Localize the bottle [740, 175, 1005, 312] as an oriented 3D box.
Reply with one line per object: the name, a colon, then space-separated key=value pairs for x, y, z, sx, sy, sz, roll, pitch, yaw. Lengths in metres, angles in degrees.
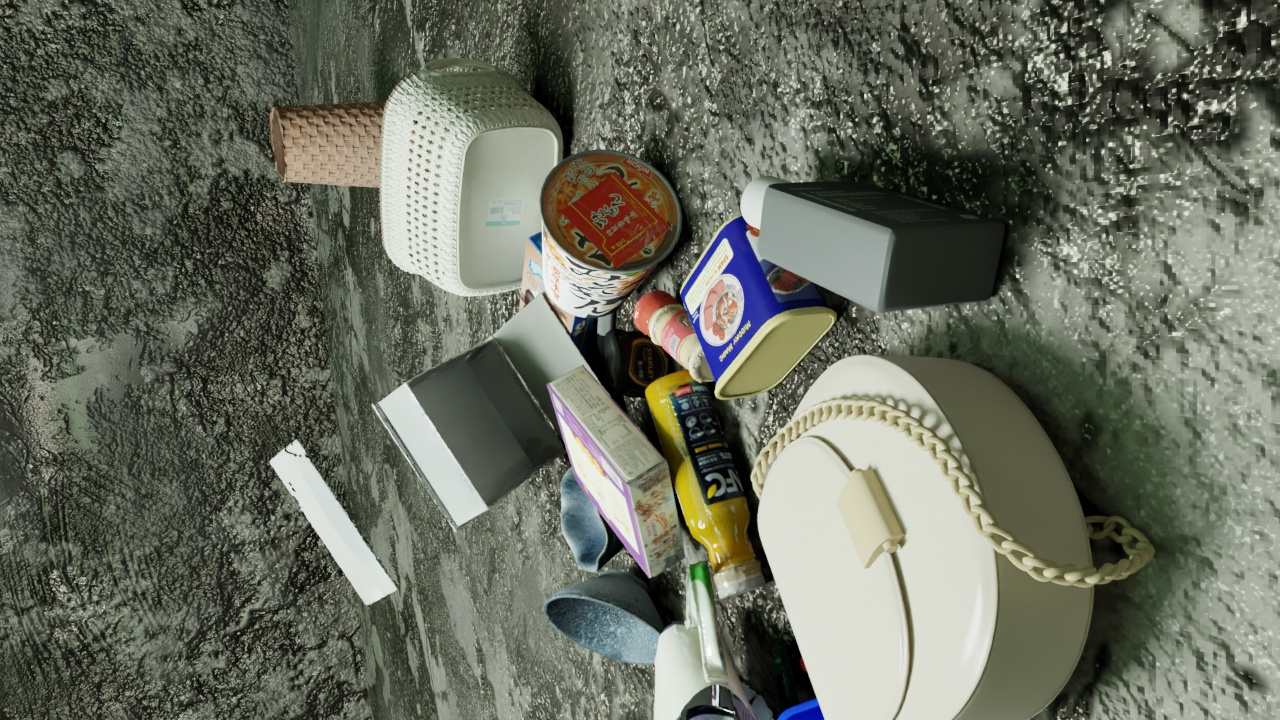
bottle: x=0.122 y=-0.079 z=0.555 sx=0.174 sy=0.083 sz=0.046 roll=37 pitch=129 yaw=55

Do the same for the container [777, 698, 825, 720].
container: x=0.146 y=0.272 z=0.590 sx=0.058 sy=0.096 sz=0.114 roll=45 pitch=-157 yaw=-64

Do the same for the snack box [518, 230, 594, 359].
snack box: x=-0.087 y=-0.060 z=0.964 sx=0.087 sy=0.034 sz=0.152 roll=49 pitch=152 yaw=18

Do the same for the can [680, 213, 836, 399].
can: x=0.081 y=-0.040 z=0.672 sx=0.117 sy=0.056 sz=0.092 roll=-57 pitch=47 yaw=52

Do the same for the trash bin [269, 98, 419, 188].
trash bin: x=-0.485 y=-0.352 z=1.506 sx=0.151 sy=0.209 sz=0.151 roll=27 pitch=122 yaw=57

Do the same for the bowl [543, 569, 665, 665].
bowl: x=-0.025 y=0.250 z=0.931 sx=0.137 sy=0.137 sz=0.057 roll=-54 pitch=9 yaw=53

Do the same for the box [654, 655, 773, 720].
box: x=0.066 y=0.374 z=0.832 sx=0.153 sy=0.038 sz=0.201 roll=14 pitch=109 yaw=60

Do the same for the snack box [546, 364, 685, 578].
snack box: x=-0.022 y=0.100 z=0.826 sx=0.143 sy=0.040 sz=0.148 roll=47 pitch=158 yaw=40

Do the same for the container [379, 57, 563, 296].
container: x=-0.181 y=-0.191 z=1.013 sx=0.143 sy=0.184 sz=0.247 roll=39 pitch=132 yaw=40

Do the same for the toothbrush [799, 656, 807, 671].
toothbrush: x=0.169 y=0.204 z=0.618 sx=0.213 sy=0.017 sz=0.012 roll=142 pitch=117 yaw=-63

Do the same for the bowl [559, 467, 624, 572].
bowl: x=-0.041 y=0.162 z=0.960 sx=0.110 sy=0.055 sz=0.110 roll=27 pitch=120 yaw=58

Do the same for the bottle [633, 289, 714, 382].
bottle: x=0.035 y=-0.021 z=0.779 sx=0.109 sy=0.044 sz=0.044 roll=44 pitch=134 yaw=50

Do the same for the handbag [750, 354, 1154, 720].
handbag: x=0.157 y=0.106 z=0.530 sx=0.209 sy=0.103 sz=0.210 roll=112 pitch=151 yaw=-42

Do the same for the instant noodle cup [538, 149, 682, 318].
instant noodle cup: x=-0.038 y=-0.103 z=0.830 sx=0.122 sy=0.123 sz=0.123 roll=118 pitch=137 yaw=-62

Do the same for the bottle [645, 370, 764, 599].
bottle: x=0.055 y=0.102 z=0.762 sx=0.053 sy=0.053 sz=0.186 roll=-47 pitch=56 yaw=56

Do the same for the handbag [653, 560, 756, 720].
handbag: x=0.054 y=0.243 z=0.708 sx=0.151 sy=0.074 sz=0.176 roll=-152 pitch=63 yaw=-85

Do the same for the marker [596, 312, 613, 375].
marker: x=-0.032 y=-0.050 z=0.934 sx=0.022 sy=0.016 sz=0.139 roll=16 pitch=113 yaw=27

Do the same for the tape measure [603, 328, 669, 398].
tape measure: x=-0.005 y=0.005 z=0.842 sx=0.034 sy=0.061 sz=0.061 roll=145 pitch=130 yaw=-58

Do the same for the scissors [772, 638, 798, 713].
scissors: x=0.108 y=0.308 z=0.647 sx=0.202 sy=0.015 sz=0.201 roll=32 pitch=-132 yaw=-73

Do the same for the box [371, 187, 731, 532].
box: x=-0.057 y=-0.003 z=0.992 sx=0.167 sy=0.422 sz=0.173 roll=57 pitch=-172 yaw=-3
